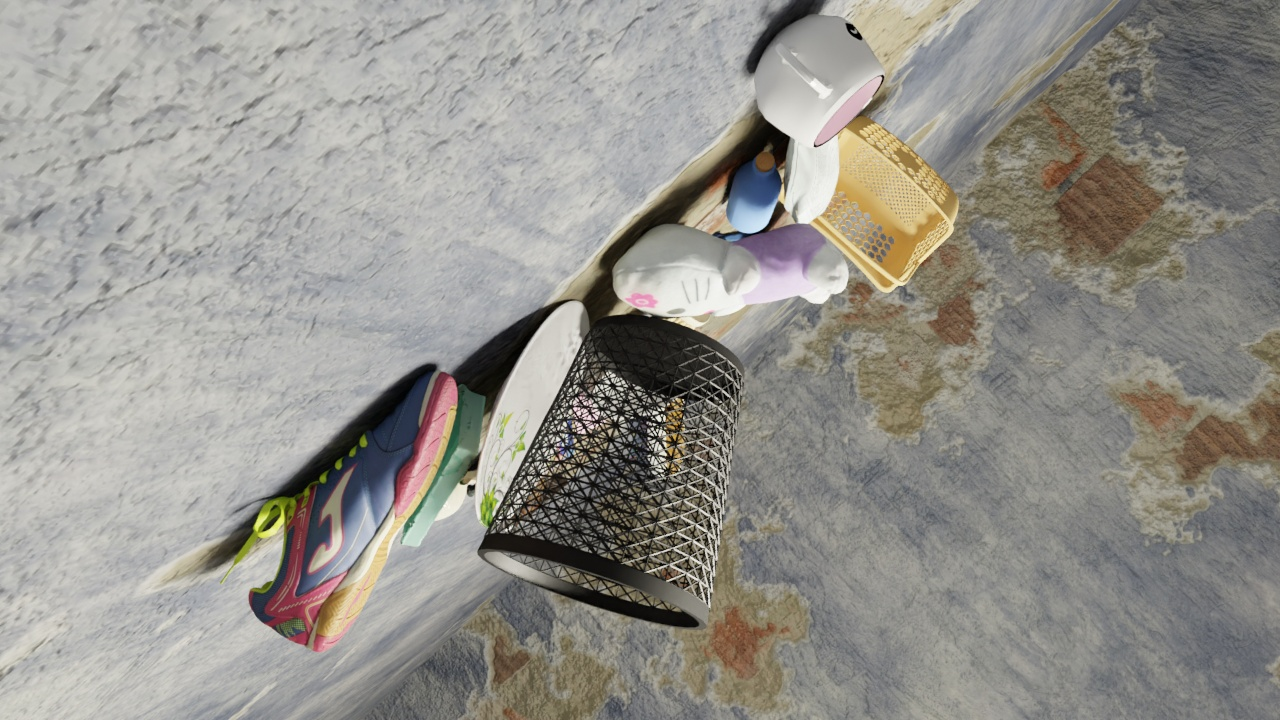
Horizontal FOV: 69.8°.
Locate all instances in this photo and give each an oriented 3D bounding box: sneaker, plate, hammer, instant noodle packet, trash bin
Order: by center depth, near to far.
[{"bbox_3d":[-0.228,0.106,0.714,0.242,0.091,0.116,-62,176,0],"label":"sneaker"},{"bbox_3d":[-0.111,0.047,0.873,0.229,0.030,0.229,22,89,-78],"label":"plate"},{"bbox_3d":[-0.010,0.102,0.874,0.217,0.217,0.242,114,-6,-68],"label":"trash bin"},{"bbox_3d":[0.161,-0.199,0.888,0.269,0.057,0.147,2,100,-77],"label":"instant noodle packet"},{"bbox_3d":[-0.133,0.161,1.207,0.119,0.033,0.331,-39,172,-19],"label":"hammer"},{"bbox_3d":[0.013,0.049,1.234,0.087,0.079,0.236,-37,132,-55],"label":"sneaker"}]

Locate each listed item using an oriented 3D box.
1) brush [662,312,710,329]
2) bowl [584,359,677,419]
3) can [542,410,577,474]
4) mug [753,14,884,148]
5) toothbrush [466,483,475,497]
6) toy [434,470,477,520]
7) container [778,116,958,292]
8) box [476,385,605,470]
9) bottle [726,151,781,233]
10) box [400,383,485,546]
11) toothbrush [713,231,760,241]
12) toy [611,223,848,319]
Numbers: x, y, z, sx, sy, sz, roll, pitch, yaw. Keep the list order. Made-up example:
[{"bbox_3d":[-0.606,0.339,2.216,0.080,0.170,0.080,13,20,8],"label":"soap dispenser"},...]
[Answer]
[{"bbox_3d":[0.048,-0.087,1.033,0.077,0.062,0.272,-45,168,-8],"label":"brush"},{"bbox_3d":[-0.007,0.006,1.106,0.131,0.064,0.132,-15,146,-11],"label":"bowl"},{"bbox_3d":[-0.110,0.076,0.997,0.058,0.054,0.100,-33,131,-39],"label":"can"},{"bbox_3d":[0.123,-0.210,0.672,0.090,0.076,0.123,-46,170,21],"label":"mug"},{"bbox_3d":[-0.192,0.149,1.138,0.017,0.014,0.188,-11,-179,0],"label":"toothbrush"},{"bbox_3d":[-0.215,0.148,1.009,0.112,0.050,0.087,-49,175,4],"label":"toy"},{"bbox_3d":[0.265,-0.182,1.074,0.166,0.183,0.130,-43,175,-45],"label":"container"},{"bbox_3d":[-0.113,0.090,1.171,0.180,0.055,0.232,-45,171,25],"label":"box"},{"bbox_3d":[0.115,-0.171,0.911,0.048,0.048,0.131,-41,171,-9],"label":"bottle"},{"bbox_3d":[-0.211,0.092,0.843,0.189,0.079,0.077,-51,-152,44],"label":"box"},{"bbox_3d":[0.122,-0.150,1.139,0.016,0.017,0.189,-45,171,22],"label":"toothbrush"},{"bbox_3d":[0.079,-0.085,0.848,0.209,0.085,0.137,-2,179,2],"label":"toy"}]
